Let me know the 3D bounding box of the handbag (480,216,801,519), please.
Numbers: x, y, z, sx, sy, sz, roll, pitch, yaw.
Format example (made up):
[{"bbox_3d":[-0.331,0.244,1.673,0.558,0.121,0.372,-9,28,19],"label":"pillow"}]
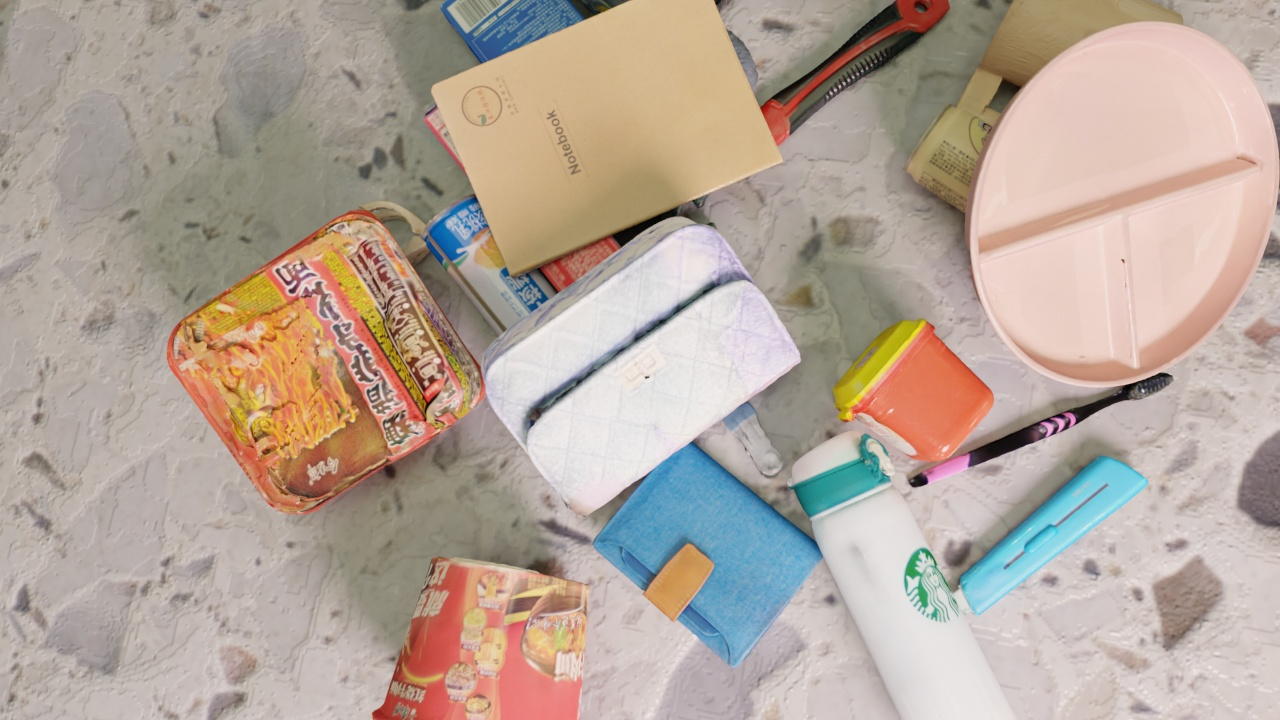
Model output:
[{"bbox_3d":[-0.004,0.004,0.618,0.194,0.075,0.134,-36,110,1],"label":"handbag"}]

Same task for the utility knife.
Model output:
[{"bbox_3d":[0.253,0.134,0.619,0.199,0.018,0.034,-41,78,2],"label":"utility knife"}]

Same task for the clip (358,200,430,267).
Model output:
[{"bbox_3d":[-0.174,-0.106,0.712,0.103,0.035,0.092,-24,80,0],"label":"clip"}]

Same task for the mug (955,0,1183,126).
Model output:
[{"bbox_3d":[0.293,-0.203,0.641,0.103,0.084,0.125,28,110,10],"label":"mug"}]

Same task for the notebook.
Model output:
[{"bbox_3d":[-0.024,-0.165,0.642,0.207,0.008,0.148,-23,89,0],"label":"notebook"}]

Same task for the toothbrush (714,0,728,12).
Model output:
[{"bbox_3d":[0.020,-0.221,0.714,0.014,0.016,0.189,33,90,23],"label":"toothbrush"}]

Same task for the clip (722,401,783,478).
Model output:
[{"bbox_3d":[0.082,0.058,0.656,0.025,0.031,0.057,-31,74,1],"label":"clip"}]

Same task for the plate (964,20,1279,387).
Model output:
[{"bbox_3d":[0.307,-0.096,0.590,0.229,0.028,0.230,-4,105,-14],"label":"plate"}]

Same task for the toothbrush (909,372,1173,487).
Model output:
[{"bbox_3d":[0.274,0.049,0.630,0.189,0.018,0.014,-24,85,5],"label":"toothbrush"}]

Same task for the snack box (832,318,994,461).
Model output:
[{"bbox_3d":[0.180,0.024,0.612,0.080,0.091,0.082,42,88,5],"label":"snack box"}]

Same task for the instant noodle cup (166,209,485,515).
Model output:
[{"bbox_3d":[-0.221,0.003,0.664,0.189,0.079,0.164,-31,96,4],"label":"instant noodle cup"}]

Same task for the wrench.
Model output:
[{"bbox_3d":[0.120,-0.189,0.690,0.273,0.016,0.056,-42,78,0],"label":"wrench"}]

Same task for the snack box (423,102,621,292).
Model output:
[{"bbox_3d":[-0.077,-0.119,0.688,0.058,0.057,0.207,-39,78,3],"label":"snack box"}]

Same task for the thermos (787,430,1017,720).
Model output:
[{"bbox_3d":[0.169,0.154,0.593,0.073,0.073,0.224,-25,76,4],"label":"thermos"}]

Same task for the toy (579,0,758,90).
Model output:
[{"bbox_3d":[-0.015,-0.350,0.697,0.138,0.091,0.356,-14,80,4],"label":"toy"}]

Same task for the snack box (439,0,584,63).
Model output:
[{"bbox_3d":[-0.080,-0.244,0.722,0.084,0.026,0.157,-37,78,2],"label":"snack box"}]

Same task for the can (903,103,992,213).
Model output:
[{"bbox_3d":[0.248,-0.125,0.639,0.116,0.058,0.058,36,88,12],"label":"can"}]

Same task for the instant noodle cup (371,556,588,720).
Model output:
[{"bbox_3d":[-0.098,0.192,0.608,0.138,0.138,0.108,7,74,9],"label":"instant noodle cup"}]

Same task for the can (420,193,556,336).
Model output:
[{"bbox_3d":[-0.098,-0.053,0.670,0.053,0.053,0.134,-39,90,1],"label":"can"}]

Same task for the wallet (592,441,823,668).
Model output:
[{"bbox_3d":[0.046,0.132,0.641,0.133,0.040,0.106,39,84,13],"label":"wallet"}]
